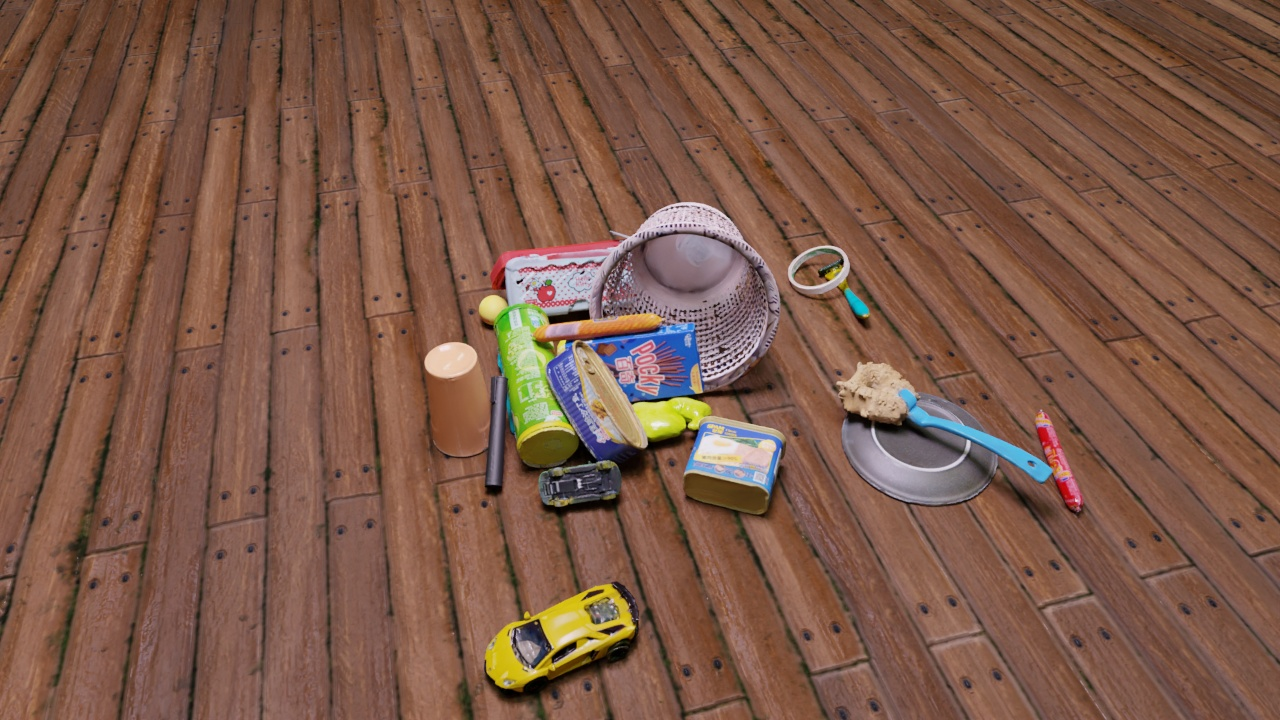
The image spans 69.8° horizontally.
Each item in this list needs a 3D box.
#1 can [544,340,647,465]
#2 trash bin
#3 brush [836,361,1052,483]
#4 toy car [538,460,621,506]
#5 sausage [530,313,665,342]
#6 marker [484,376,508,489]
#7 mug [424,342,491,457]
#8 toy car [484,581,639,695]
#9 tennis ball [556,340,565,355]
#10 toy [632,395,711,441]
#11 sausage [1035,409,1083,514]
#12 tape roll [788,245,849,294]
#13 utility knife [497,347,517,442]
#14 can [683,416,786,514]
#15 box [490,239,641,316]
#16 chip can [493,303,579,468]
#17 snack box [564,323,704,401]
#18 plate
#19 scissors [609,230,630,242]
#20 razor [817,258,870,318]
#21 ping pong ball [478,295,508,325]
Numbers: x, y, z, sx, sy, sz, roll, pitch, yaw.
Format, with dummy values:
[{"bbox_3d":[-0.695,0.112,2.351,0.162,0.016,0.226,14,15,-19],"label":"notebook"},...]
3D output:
[{"bbox_3d":[-0.051,0.050,1.054,0.049,0.074,0.148,-36,78,18],"label":"can"},{"bbox_3d":[0.059,-0.101,1.166,0.227,0.228,0.191,3,30,4],"label":"trash bin"},{"bbox_3d":[0.339,0.070,1.038,0.255,0.046,0.083,29,46,34],"label":"brush"},{"bbox_3d":[-0.066,0.135,1.015,0.091,0.043,0.036,-7,1,1],"label":"toy car"},{"bbox_3d":[-0.052,-0.039,1.090,0.165,0.021,0.021,-6,42,9],"label":"sausage"},{"bbox_3d":[-0.165,0.081,1.051,0.020,0.022,0.131,-10,67,27],"label":"marker"},{"bbox_3d":[-0.211,0.042,1.061,0.078,0.123,0.078,-1,42,1],"label":"mug"},{"bbox_3d":[-0.075,0.266,0.877,0.155,0.041,0.071,-19,45,-17],"label":"toy car"},{"bbox_3d":[-0.073,-0.008,1.157,0.065,0.066,0.065,0,43,0],"label":"tennis ball"},{"bbox_3d":[0.031,0.068,1.096,0.097,0.031,0.099,24,41,37],"label":"toy"},{"bbox_3d":[0.477,0.113,1.051,0.020,0.020,0.155,1,42,2],"label":"sausage"},{"bbox_3d":[0.252,-0.128,1.297,0.086,0.014,0.085,-17,43,17],"label":"tape roll"},{"bbox_3d":[-0.158,0.041,1.144,0.029,0.013,0.164,-5,45,-12],"label":"utility knife"},{"bbox_3d":[0.104,0.117,1.025,0.102,0.057,0.083,12,47,14],"label":"can"},{"bbox_3d":[-0.093,-0.104,1.245,0.201,0.096,0.098,-10,71,-28],"label":"box"},{"bbox_3d":[-0.129,0.023,1.108,0.072,0.073,0.221,-10,48,-10],"label":"chip can"},{"bbox_3d":[-0.007,0.006,1.105,0.157,0.085,0.026,-7,25,8],"label":"snack box"},{"bbox_3d":[0.326,0.092,1.072,0.179,0.024,0.179,-1,42,1],"label":"plate"},{"bbox_3d":[0.036,-0.154,1.297,0.141,0.012,0.170,35,25,13],"label":"scissors"},{"bbox_3d":[0.289,-0.094,1.271,0.043,0.028,0.132,-24,40,4],"label":"razor"},{"bbox_3d":[-0.198,-0.068,1.242,0.040,0.040,0.040,0,43,0],"label":"ping pong ball"}]
